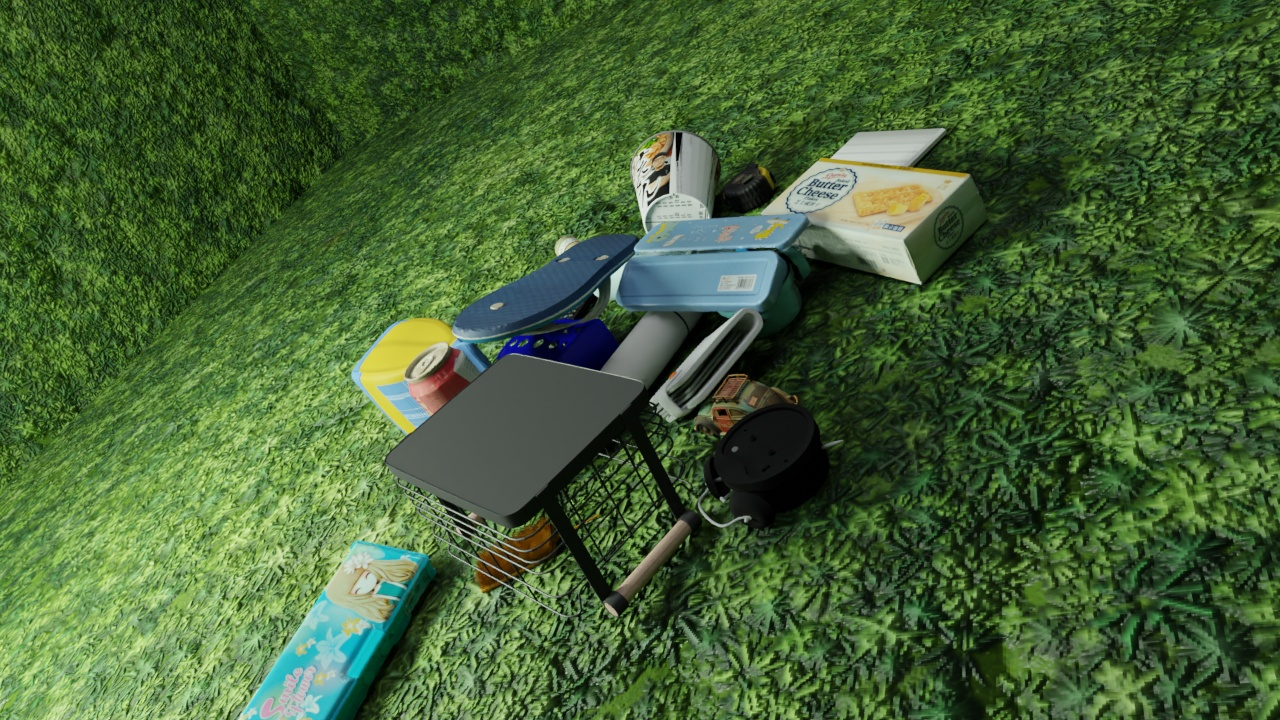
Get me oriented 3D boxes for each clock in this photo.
[{"bbox_3d":[0.129,-0.076,0.955,0.090,0.053,0.124,0,44,46],"label":"clock"},{"bbox_3d":[0.099,0.088,0.744,0.120,0.042,0.091,-39,28,-8],"label":"clock"}]

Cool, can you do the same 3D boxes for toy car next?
[{"bbox_3d":[0.088,0.039,0.828,0.112,0.047,0.047,-5,38,49],"label":"toy car"}]

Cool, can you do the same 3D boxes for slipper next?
[{"bbox_3d":[-0.084,-0.070,1.005,0.118,0.060,0.293,-2,25,31],"label":"slipper"}]

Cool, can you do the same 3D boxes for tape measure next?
[{"bbox_3d":[0.139,-0.224,1.189,0.067,0.038,0.062,-37,28,-4],"label":"tape measure"}]

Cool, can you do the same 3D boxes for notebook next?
[{"bbox_3d":[0.242,-0.206,1.081,0.209,0.009,0.143,-44,28,-16],"label":"notebook"}]

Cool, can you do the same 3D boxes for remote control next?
[{"bbox_3d":[-0.073,-0.086,1.227,0.047,0.022,0.149,-4,43,43],"label":"remote control"}]

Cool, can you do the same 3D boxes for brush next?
[{"bbox_3d":[-0.100,0.171,0.859,0.126,0.017,0.048,-30,28,10],"label":"brush"}]

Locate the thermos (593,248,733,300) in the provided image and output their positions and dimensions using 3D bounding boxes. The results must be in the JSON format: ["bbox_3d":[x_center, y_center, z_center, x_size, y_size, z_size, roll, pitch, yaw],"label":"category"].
[{"bbox_3d":[0.023,-0.111,1.108,0.207,0.077,0.065,-2,75,48],"label":"thermos"}]

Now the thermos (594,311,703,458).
[{"bbox_3d":[-0.006,0.006,0.976,0.052,0.052,0.223,0,44,48],"label":"thermos"}]

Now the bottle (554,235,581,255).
[{"bbox_3d":[-0.092,-0.152,1.327,0.043,0.043,0.111,-38,27,-6],"label":"bottle"}]

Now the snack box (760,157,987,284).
[{"bbox_3d":[0.232,-0.148,0.936,0.104,0.057,0.208,-43,33,-15],"label":"snack box"}]

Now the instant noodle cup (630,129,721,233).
[{"bbox_3d":[0.047,-0.218,1.209,0.124,0.123,0.121,-23,39,21],"label":"instant noodle cup"}]

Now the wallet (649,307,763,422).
[{"bbox_3d":[0.057,0.010,0.899,0.118,0.037,0.116,-48,3,-28],"label":"wallet"}]

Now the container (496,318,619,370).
[{"bbox_3d":[-0.086,0.002,1.036,0.114,0.084,0.084,3,45,48],"label":"container"}]

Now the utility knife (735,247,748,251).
[{"bbox_3d":[0.120,-0.124,1.077,0.015,0.031,0.174,10,37,-2],"label":"utility knife"}]

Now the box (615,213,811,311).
[{"bbox_3d":[0.068,-0.107,0.961,0.210,0.034,0.127,4,60,42],"label":"box"}]

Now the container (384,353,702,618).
[{"bbox_3d":[-0.085,0.104,0.796,0.242,0.130,0.162,11,46,47],"label":"container"}]

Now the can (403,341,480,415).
[{"bbox_3d":[-0.167,0.060,0.941,0.067,0.170,0.067,-27,30,17],"label":"can"}]

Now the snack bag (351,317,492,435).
[{"bbox_3d":[-0.203,0.034,1.034,0.206,0.159,0.102,-1,47,45],"label":"snack bag"}]

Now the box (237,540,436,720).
[{"bbox_3d":[-0.316,0.280,0.880,0.182,0.072,0.226,-12,36,34],"label":"box"}]
